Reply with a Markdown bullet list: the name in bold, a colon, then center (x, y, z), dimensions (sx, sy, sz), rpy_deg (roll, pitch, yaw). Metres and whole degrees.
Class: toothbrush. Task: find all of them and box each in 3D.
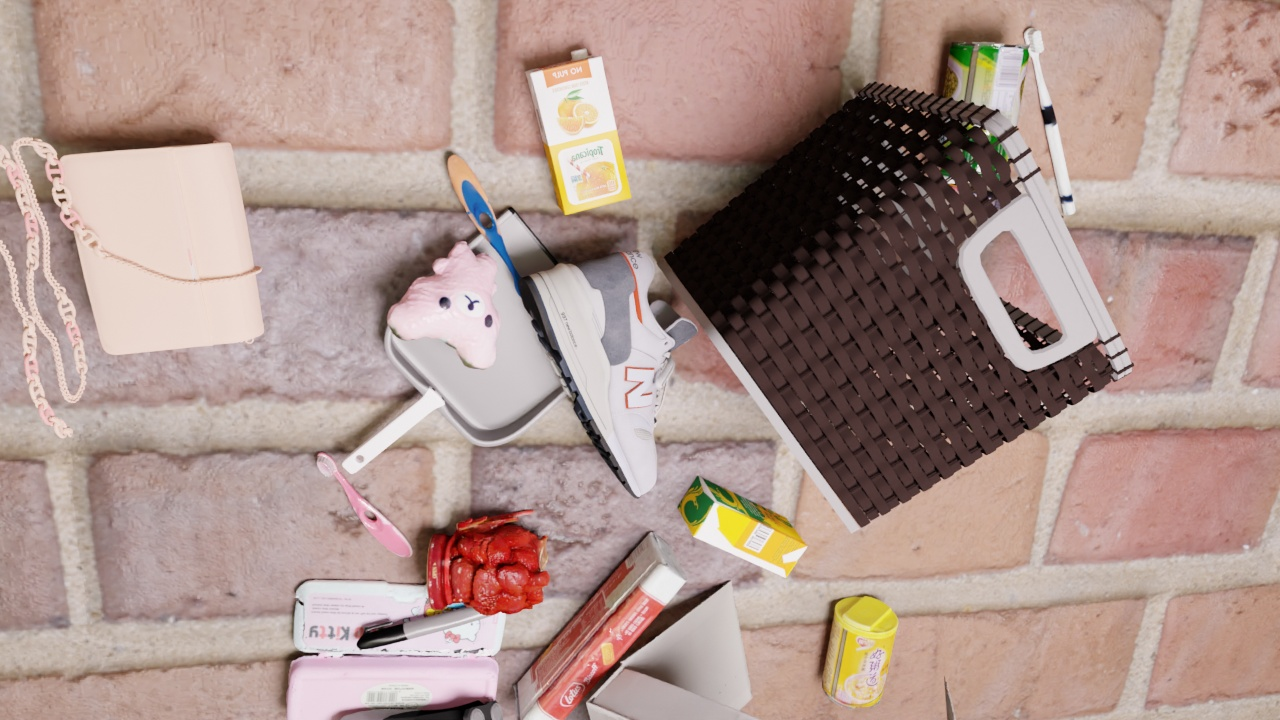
- **toothbrush**: center (0.388, -0.221, 0.866), dimensions (0.012, 0.017, 0.187), rpy_deg (-21, 114, 9)
- **toothbrush**: center (-0.254, 0.137, 0.845), dimensions (0.022, 0.016, 0.135), rpy_deg (-30, 113, 8)
- **toothbrush**: center (-0.126, -0.110, 0.772), dimensions (0.021, 0.017, 0.135), rpy_deg (-31, 104, -13)

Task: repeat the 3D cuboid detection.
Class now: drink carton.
- **drink carton**: center (-0.052, -0.190, 0.760), dimensions (0.058, 0.040, 0.122), rpy_deg (-16, 112, -7)
- **drink carton**: center (0.104, 0.168, 0.918), dimensions (0.122, 0.058, 0.041), rpy_deg (27, 101, -21)

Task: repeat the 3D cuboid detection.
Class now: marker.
- **marker**: center (-0.201, 0.250, 0.877), dimensions (0.138, 0.016, 0.022), rpy_deg (-12, 72, -16)

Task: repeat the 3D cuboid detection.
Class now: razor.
- **razor**: center (-0.211, 0.355, 0.875), dimensions (0.156, 0.057, 0.060), rpy_deg (-3, 139, -5)

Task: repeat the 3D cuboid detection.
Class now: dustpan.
- **dustpan**: center (-0.160, 0.010, 0.812), dimensions (0.257, 0.033, 0.163), rpy_deg (-39, 113, 2)

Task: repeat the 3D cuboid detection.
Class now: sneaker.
- **sneaker**: center (-0.005, 0.005, 0.804), dimensions (0.124, 0.089, 0.240), rpy_deg (-31, 122, -10)

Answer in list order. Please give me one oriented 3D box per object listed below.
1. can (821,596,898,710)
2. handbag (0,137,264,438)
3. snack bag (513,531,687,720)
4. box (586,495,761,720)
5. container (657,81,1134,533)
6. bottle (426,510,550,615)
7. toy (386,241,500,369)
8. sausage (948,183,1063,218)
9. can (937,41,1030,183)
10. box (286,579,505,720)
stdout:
- **can**: center (0.239, 0.317, 1.000), dimensions (0.067, 0.067, 0.105), rpy_deg (0, 110, -14)
- **handbag**: center (-0.352, -0.061, 0.656), dimensions (0.116, 0.187, 0.199), rpy_deg (-5, 106, -4)
- **snack bag**: center (-0.043, 0.275, 0.912), dimensions (0.041, 0.077, 0.225), rpy_deg (36, 98, -19)
- **box**: center (0.038, 0.330, 0.980), dimensions (0.165, 0.445, 0.167), rpy_deg (-10, 112, 2)
- **container**: center (0.189, -0.046, 0.763), dimensions (0.244, 0.245, 0.247), rpy_deg (-36, 114, 5)
- **bottle**: center (-0.139, 0.188, 0.856), dimensions (0.111, 0.099, 0.099), rpy_deg (0, 110, -3)
- **toy**: center (-0.151, -0.049, 0.758), dimensions (0.099, 0.053, 0.095), rpy_deg (26, 81, -32)
- **sausage**: center (0.341, -0.151, 0.878), dimensions (0.155, 0.020, 0.020), rpy_deg (11, 107, -17)
- **can**: center (0.302, -0.220, 0.819), dimensions (0.067, 0.067, 0.121), rpy_deg (-2, 109, -13)
- **box**: center (-0.236, 0.290, 0.893), dimensions (0.201, 0.041, 0.154), rpy_deg (5, 107, -16)
